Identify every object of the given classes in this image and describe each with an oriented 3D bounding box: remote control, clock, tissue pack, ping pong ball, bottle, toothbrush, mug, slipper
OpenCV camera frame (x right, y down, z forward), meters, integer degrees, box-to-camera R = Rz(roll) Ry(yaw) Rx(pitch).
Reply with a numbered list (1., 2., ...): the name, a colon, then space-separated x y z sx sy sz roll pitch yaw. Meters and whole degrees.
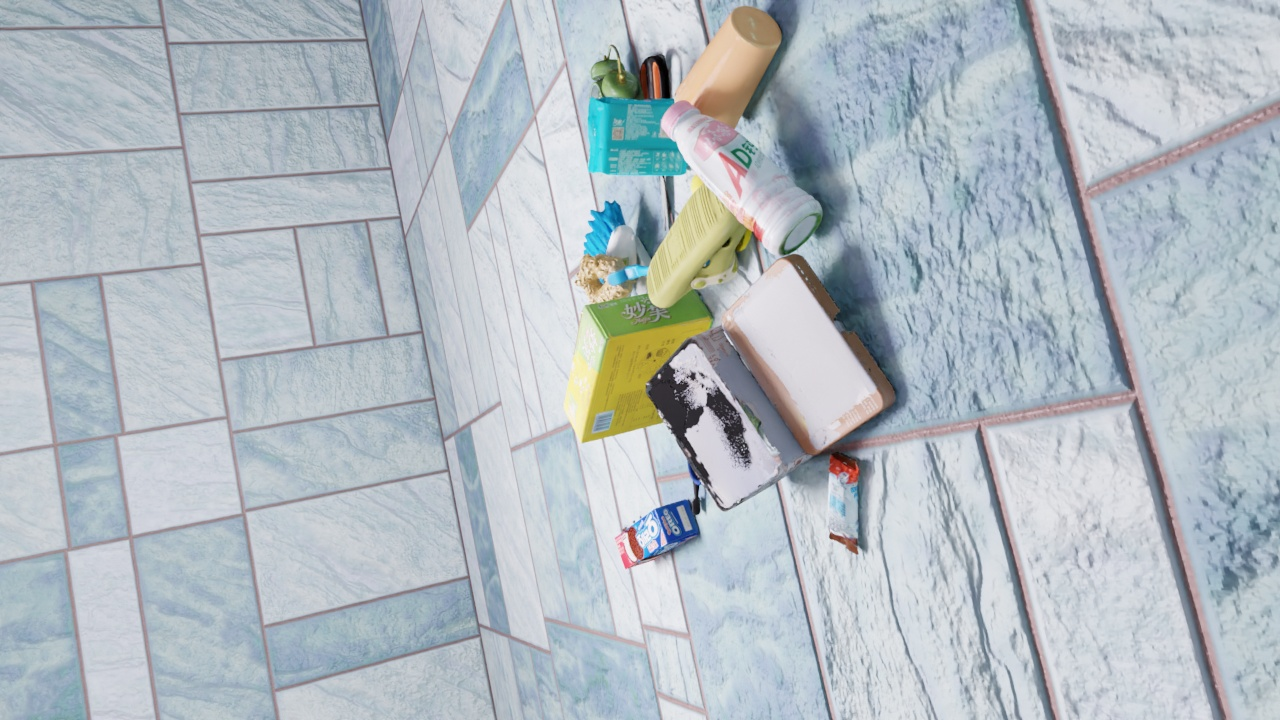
1. remote control: 0.008 -0.117 1.313 0.056 0.019 0.135 104 148 -44
2. clock: -0.033 -0.346 1.248 0.116 0.056 0.161 -119 24 -53
3. tissue pack: -0.001 -0.275 1.128 0.050 0.133 0.093 -130 41 -58
4. ping pong ball: 0.079 -0.205 1.083 0.040 0.040 0.040 170 90 -67
5. bottle: 0.098 -0.193 0.941 0.197 0.068 0.068 49 146 21
6. toothbrush: 0.076 0.113 1.241 0.027 0.026 0.213 -76 -15 -68
7. mug: 0.096 -0.307 0.970 0.123 0.078 0.078 -50 53 54
8. slipper: 0.076 -0.132 1.075 0.191 0.081 0.091 -49 40 42

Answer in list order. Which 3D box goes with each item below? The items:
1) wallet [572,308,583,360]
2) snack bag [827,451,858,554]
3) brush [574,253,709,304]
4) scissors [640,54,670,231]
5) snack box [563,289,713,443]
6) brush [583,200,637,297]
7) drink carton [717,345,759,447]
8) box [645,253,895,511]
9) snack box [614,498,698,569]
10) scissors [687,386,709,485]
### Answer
1. wallet: -0.053 -0.013 1.352 0.101 0.020 0.115 34 137 18
2. snack bag: 0.208 0.145 0.939 0.045 0.026 0.105 23 121 53
3. brush: 0.004 -0.115 1.209 0.255 0.045 0.083 -4 112 47
4. scissors: 0.025 -0.288 1.218 0.148 0.021 0.235 -116 21 -50
5. snack box: -0.007 0.007 1.221 0.070 0.157 0.211 59 149 35
6. brush: -0.041 -0.075 1.357 0.109 0.060 0.315 54 149 42
7. drink carton: 0.117 0.043 1.087 0.053 0.045 0.123 40 138 40
8. box: 0.128 0.028 0.957 0.177 0.082 0.261 58 142 12
9. snack box: 0.021 0.264 1.388 0.058 0.057 0.208 70 155 16
10. scissors: 0.086 0.094 1.185 0.162 0.012 0.175 45 135 37
